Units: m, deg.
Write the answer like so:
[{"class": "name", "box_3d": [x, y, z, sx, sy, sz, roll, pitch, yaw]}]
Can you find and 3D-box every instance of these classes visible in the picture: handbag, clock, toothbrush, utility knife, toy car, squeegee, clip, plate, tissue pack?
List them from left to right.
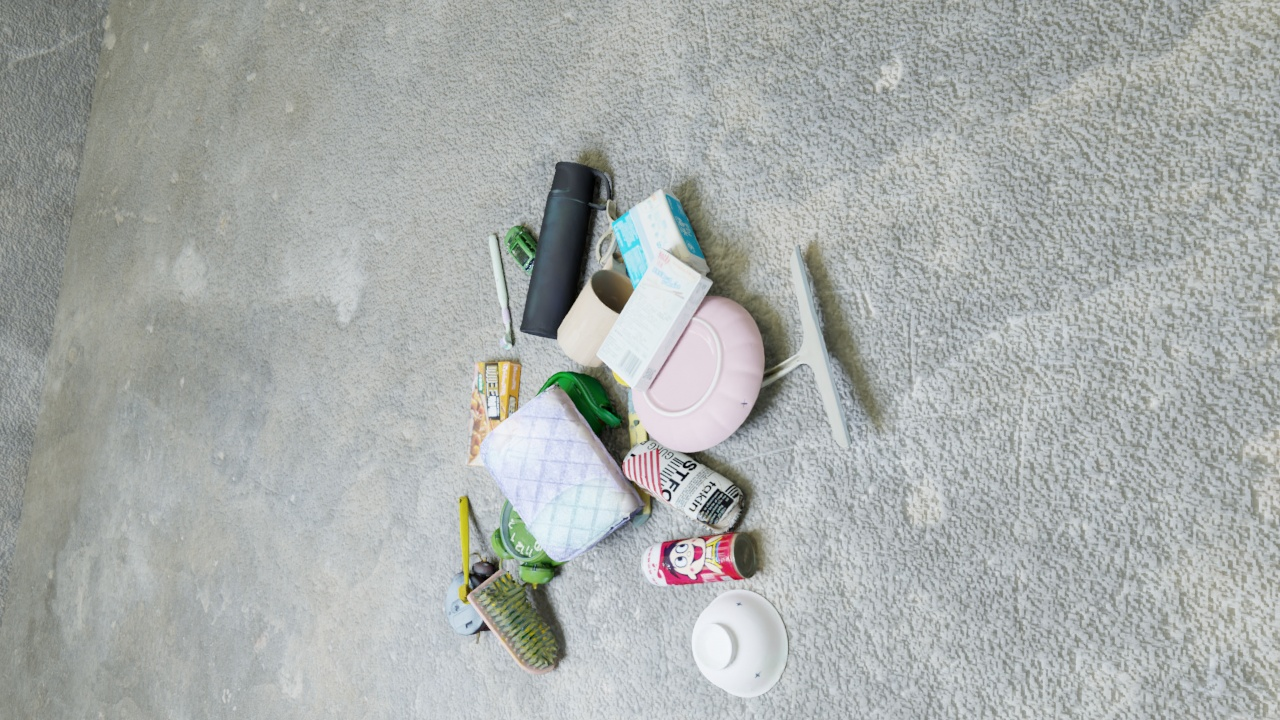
[{"class": "toothbrush", "box_3d": [-0.250, 0.263, 1.296, 0.016, 0.016, 0.189, -29, 39, 11]}, {"class": "clock", "box_3d": [-0.230, 0.330, 1.289, 0.082, 0.055, 0.121, -34, 61, 29]}, {"class": "toothbrush", "box_3d": [-0.213, -0.107, 1.384, 0.020, 0.029, 0.189, -8, 70, -6]}, {"class": "toy car", "box_3d": [-0.173, -0.164, 1.354, 0.043, 0.036, 0.091, -54, 50, 19]}, {"class": "clock", "box_3d": [-0.143, 0.234, 1.236, 0.116, 0.056, 0.161, 34, 104, 38]}, {"class": "handbag", "box_3d": [-0.100, 0.143, 1.151, 0.134, 0.075, 0.194, -38, 82, 12]}, {"class": "handbag", "box_3d": [-0.092, 0.087, 1.224, 0.120, 0.068, 0.131, 46, 108, 26]}, {"class": "clip", "box_3d": [-0.034, -0.171, 1.246, 0.060, 0.034, 0.097, 12, 84, 40]}, {"class": "utility knife", "box_3d": [-0.002, 0.123, 1.177, 0.031, 0.019, 0.177, -11, 70, 30]}, {"class": "tissue pack", "box_3d": [0.025, -0.144, 1.172, 0.090, 0.063, 0.140, -31, 65, 26]}, {"class": "plate", "box_3d": [0.057, 0.011, 1.086, 0.193, 0.039, 0.192, -15, 66, 38]}, {"class": "squeegee", "box_3d": [0.121, 0.028, 1.077, 0.247, 0.039, 0.246, -28, 59, 33]}]

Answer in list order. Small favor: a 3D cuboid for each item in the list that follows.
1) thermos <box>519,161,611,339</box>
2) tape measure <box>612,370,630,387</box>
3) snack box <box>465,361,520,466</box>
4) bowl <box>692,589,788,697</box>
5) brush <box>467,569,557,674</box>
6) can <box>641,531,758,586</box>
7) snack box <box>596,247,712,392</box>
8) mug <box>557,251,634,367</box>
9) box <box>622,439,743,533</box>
[{"class": "thermos", "box_3d": [-0.102, -0.150, 1.277, 0.090, 0.068, 0.242, 11, 88, 17]}, {"class": "tape measure", "box_3d": [-0.007, 0.007, 1.189, 0.057, 0.029, 0.060, -40, 59, 19]}, {"class": "snack box", "box_3d": [-0.216, 0.079, 1.345, 0.075, 0.026, 0.153, -2, 80, 38]}, {"class": "bowl", "box_3d": [0.097, 0.317, 1.023, 0.119, 0.064, 0.118, -9, 75, 38]}, {"class": "brush", "box_3d": [-0.163, 0.351, 1.209, 0.145, 0.063, 0.073, 52, 139, 3]}, {"class": "can", "box_3d": [0.067, 0.233, 1.070, 0.133, 0.053, 0.053, -15, 72, 36]}, {"class": "snack box", "box_3d": [0.015, -0.049, 1.097, 0.085, 0.026, 0.157, 42, 104, 42]}, {"class": "mug", "box_3d": [-0.052, -0.067, 1.204, 0.104, 0.084, 0.124, -52, 28, 37]}, {"class": "box", "box_3d": [0.056, 0.152, 1.108, 0.164, 0.077, 0.074, 23, 68, 39]}]
